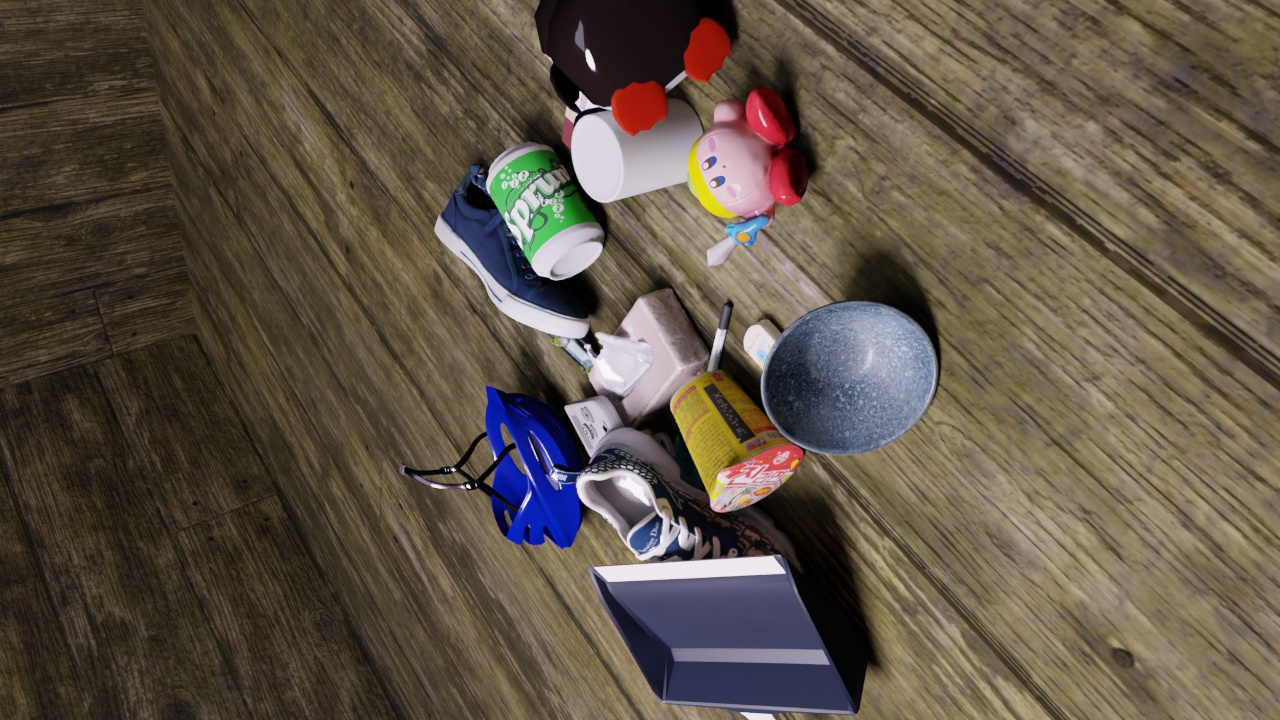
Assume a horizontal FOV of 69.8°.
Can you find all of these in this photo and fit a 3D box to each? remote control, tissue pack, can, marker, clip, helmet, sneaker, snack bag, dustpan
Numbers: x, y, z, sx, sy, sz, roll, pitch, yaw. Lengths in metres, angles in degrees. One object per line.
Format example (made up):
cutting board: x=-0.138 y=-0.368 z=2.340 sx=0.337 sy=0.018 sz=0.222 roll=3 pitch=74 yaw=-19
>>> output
remote control: x=-0.051 y=0.080 z=1.079 sx=0.074 sy=0.019 sz=0.151 roll=62 pitch=161 yaw=-4
tissue pack: x=-0.006 y=0.006 z=0.996 sx=0.104 sy=0.071 sz=0.182 roll=59 pitch=150 yaw=14
can: x=-0.106 y=-0.166 z=1.019 sx=0.140 sy=0.087 sz=0.088 roll=59 pitch=146 yaw=15
marker: x=0.074 y=0.005 z=0.926 sx=0.011 sy=0.011 sz=0.152 roll=43 pitch=139 yaw=34
clip: x=0.059 y=0.131 z=1.010 sx=0.097 sy=0.026 sz=0.116 roll=4 pitch=112 yaw=52
helmet: x=-0.186 y=0.156 z=1.191 sx=0.148 sy=0.227 sz=0.241 roll=6 pitch=112 yaw=65
sneaker: x=-0.146 y=-0.141 z=1.099 sx=0.294 sy=0.120 sz=0.127 roll=46 pitch=119 yaw=34
snack bag: x=-0.053 y=-0.280 z=0.946 sx=0.057 sy=0.013 sz=0.158 roll=46 pitch=141 yaw=28
remote control: x=0.140 y=0.015 z=0.831 sx=0.125 sy=0.018 sz=0.038 roll=51 pitch=144 yaw=22
sneaker: x=0.035 y=0.172 z=0.920 sx=0.269 sy=0.132 sz=0.103 roll=35 pitch=110 yaw=18
dustpan: x=0.100 y=0.304 z=0.911 sx=0.237 sy=0.079 sz=0.273 roll=-14 pitch=132 yaw=38

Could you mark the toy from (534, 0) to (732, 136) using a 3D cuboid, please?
toy: x=-0.034 y=-0.298 z=0.794 sx=0.140 sy=0.159 sz=0.184 roll=51 pitch=176 yaw=-36

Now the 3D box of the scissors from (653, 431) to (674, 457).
scissors: x=-0.001 y=0.136 z=1.095 sx=0.170 sy=0.013 sz=0.177 roll=58 pitch=141 yaw=29

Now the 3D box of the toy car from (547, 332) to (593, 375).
toy car: x=-0.074 y=-0.010 z=1.098 sx=0.090 sy=0.027 sz=0.039 roll=44 pitch=171 yaw=-14

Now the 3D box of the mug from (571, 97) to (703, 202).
mug: x=-0.012 y=-0.204 z=0.852 sx=0.112 sy=0.096 sz=0.079 roll=45 pitch=141 yaw=32

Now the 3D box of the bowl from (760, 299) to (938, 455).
bowl: x=0.163 y=0.004 z=0.737 sx=0.057 sy=0.137 sz=0.137 roll=-87 pitch=-5 yaw=-63

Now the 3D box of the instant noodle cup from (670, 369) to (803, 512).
instant noodle cup: x=0.085 y=0.072 z=0.885 sx=0.112 sy=0.100 sz=0.101 roll=58 pitch=147 yaw=33

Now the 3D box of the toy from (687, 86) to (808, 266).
toy: x=0.082 y=-0.155 z=0.780 sx=0.132 sy=0.096 sz=0.124 roll=-17 pitch=100 yaw=39
